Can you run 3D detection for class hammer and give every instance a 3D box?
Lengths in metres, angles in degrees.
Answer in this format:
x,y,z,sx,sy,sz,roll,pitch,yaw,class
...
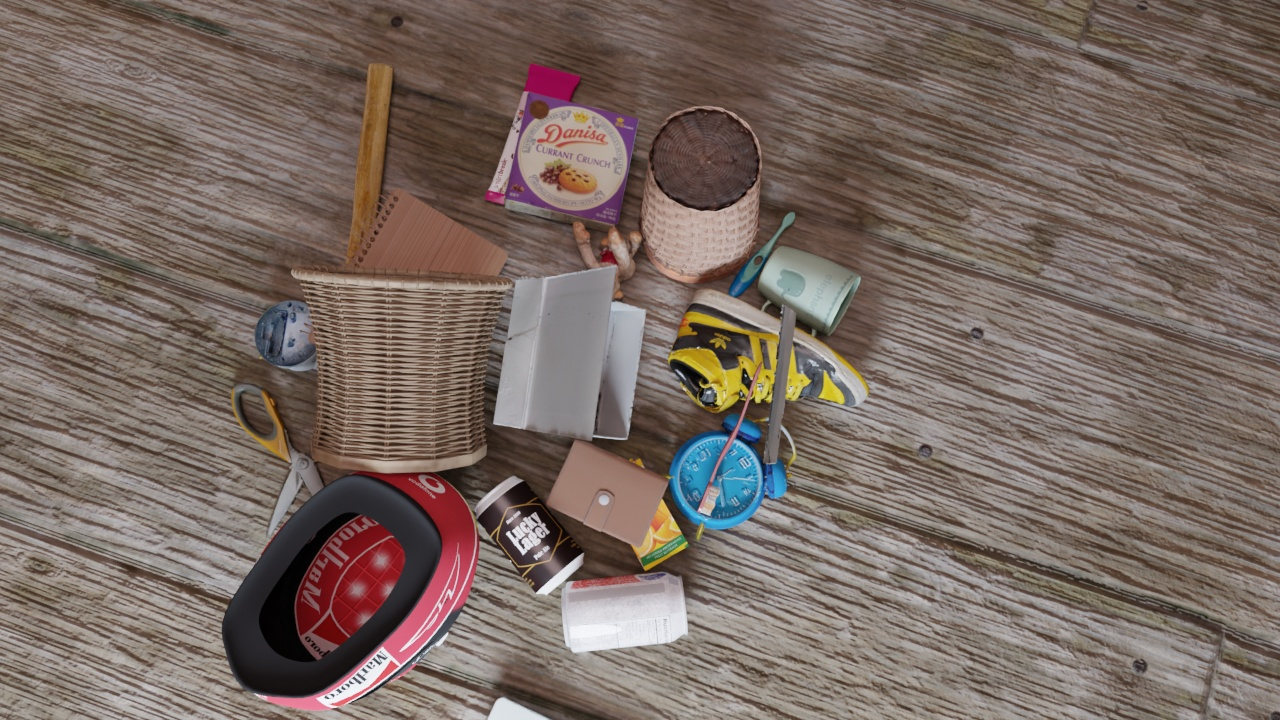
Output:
x,y,z,sx,sy,sz,roll,pitch,yaw,class
-0.347,-0.221,1.162,0.132,0.033,0.330,2,78,2,hammer

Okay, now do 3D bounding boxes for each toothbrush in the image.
x,y,z,sx,sy,sz,roll,pitch,yaw,class
0.105,0.087,1.035,0.016,0.015,0.184,22,90,3,toothbrush
0.153,-0.132,1.152,0.022,0.017,0.135,37,84,6,toothbrush

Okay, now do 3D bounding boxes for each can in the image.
x,y,z,sx,sy,sz,roll,pitch,yaw,class
-0.018,0.284,1.039,0.136,0.078,0.078,-6,79,-1,can
-0.128,0.202,1.058,0.072,0.072,0.128,-40,81,-7,can

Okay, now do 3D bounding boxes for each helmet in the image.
x,y,z,sx,sy,sz,roll,pitch,yaw,class
-0.291,0.238,0.971,0.197,0.225,0.270,35,68,9,helmet

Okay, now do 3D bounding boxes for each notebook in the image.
x,y,z,sx,sy,sz,roll,pitch,yaw,class
-0.282,-0.081,1.106,0.169,0.022,0.210,30,80,-17,notebook

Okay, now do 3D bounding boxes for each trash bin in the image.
x,y,z,sx,sy,sz,roll,pitch,yaw,class
0.074,-0.188,1.063,0.151,0.210,0.151,0,80,0,trash bin

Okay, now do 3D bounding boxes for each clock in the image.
x,y,z,sx,sy,sz,roll,pitch,yaw,class
0.106,0.128,1.076,0.161,0.060,0.117,-35,80,-1,clock
-0.403,-0.027,1.110,0.117,0.057,0.083,5,78,1,clock

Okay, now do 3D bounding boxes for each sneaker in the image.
x,y,z,sx,sy,sz,roll,pitch,yaw,class
0.142,0.019,1.084,0.238,0.086,0.122,30,74,10,sneaker

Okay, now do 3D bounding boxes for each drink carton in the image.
x,y,z,sx,sy,sz,roll,pitch,yaw,class
0.000,0.178,1.078,0.058,0.041,0.122,-29,80,-6,drink carton

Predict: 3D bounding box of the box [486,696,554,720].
x,y,z,sx,sy,sz,roll,pitch,yaw,class
-0.083,0.444,1.022,0.199,0.070,0.085,22,99,5,box

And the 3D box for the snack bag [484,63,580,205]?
x,y,z,sx,sy,sz,roll,pitch,yaw,class
-0.139,-0.288,1.181,0.070,0.016,0.196,16,80,5,snack bag

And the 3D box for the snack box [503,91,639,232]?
x,y,z,sx,sy,sz,roll,pitch,yaw,class
-0.086,-0.248,1.150,0.143,0.041,0.148,12,80,-7,snack box

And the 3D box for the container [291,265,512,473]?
x,y,z,sx,sy,sz,roll,pitch,yaw,class
-0.258,0.003,0.992,0.227,0.226,0.196,4,97,1,container

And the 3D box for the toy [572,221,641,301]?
x,y,z,sx,sy,sz,roll,pitch,yaw,class
-0.047,-0.114,1.126,0.085,0.074,0.106,13,101,33,toy

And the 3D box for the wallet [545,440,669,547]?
x,y,z,sx,sy,sz,roll,pitch,yaw,class
-0.038,0.152,1.054,0.121,0.013,0.087,23,84,7,wallet

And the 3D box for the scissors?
x,y,z,sx,sy,sz,roll,pitch,yaw,class
-0.414,0.101,1.106,0.226,0.016,0.225,28,82,4,scissors

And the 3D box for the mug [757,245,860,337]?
x,y,z,sx,sy,sz,roll,pitch,yaw,class
0.194,-0.075,1.112,0.104,0.084,0.111,29,106,16,mug

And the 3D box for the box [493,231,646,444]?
x,y,z,sx,sy,sz,roll,pitch,yaw,class
-0.087,-0.008,0.920,0.149,0.412,0.166,7,86,6,box
